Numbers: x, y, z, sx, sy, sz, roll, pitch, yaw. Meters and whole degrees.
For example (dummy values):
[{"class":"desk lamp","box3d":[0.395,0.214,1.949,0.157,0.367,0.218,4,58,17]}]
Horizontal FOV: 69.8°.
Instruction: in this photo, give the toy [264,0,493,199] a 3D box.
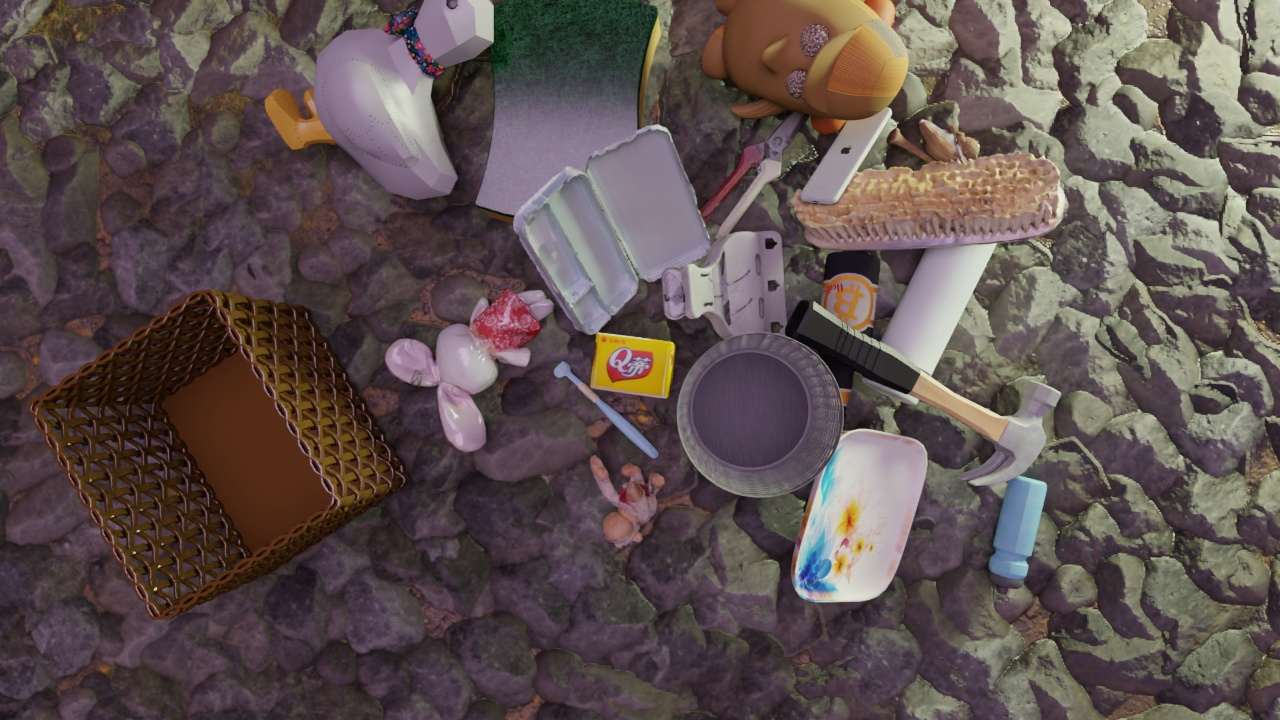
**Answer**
[{"class":"toy","box3d":[-0.263,-0.297,0.997,0.268,0.140,0.247,-15,104,19]}]

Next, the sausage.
[{"class":"sausage","box3d":[0.238,-0.329,1.022,0.039,0.044,0.164,25,91,-31]}]

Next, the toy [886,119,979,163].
[{"class":"toy","box3d":[0.330,-0.238,1.017,0.102,0.041,0.055,31,114,-4]}]

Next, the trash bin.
[{"class":"trash bin","box3d":[0.118,0.054,0.956,0.156,0.183,0.156,0,89,4]}]

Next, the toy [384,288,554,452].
[{"class":"toy","box3d":[-0.181,-0.012,1.031,0.194,0.084,0.159,-45,78,-4]}]

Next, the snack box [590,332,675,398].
[{"class":"snack box","box3d":[-0.006,0.006,1.005,0.083,0.105,0.061,7,90,4]}]

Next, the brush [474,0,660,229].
[{"class":"brush","box3d":[-0.079,-0.273,1.029,0.195,0.075,0.250,1,89,4]}]

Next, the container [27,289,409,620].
[{"class":"container","box3d":[-0.430,0.092,0.980,0.219,0.214,0.251,-33,87,3]}]

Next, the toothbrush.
[{"class":"toothbrush","box3d":[-0.038,0.058,1.052,0.155,0.016,0.022,43,60,3]}]

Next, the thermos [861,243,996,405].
[{"class":"thermos","box3d":[0.320,-0.065,1.002,0.068,0.068,0.230,26,90,4]}]

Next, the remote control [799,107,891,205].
[{"class":"remote control","box3d":[0.225,-0.225,1.003,0.045,0.008,0.146,16,63,40]}]

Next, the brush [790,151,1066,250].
[{"class":"brush","box3d":[0.296,-0.163,0.961,0.272,0.056,0.083,1,60,29]}]

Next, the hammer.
[{"class":"hammer","box3d":[0.291,0.027,0.954,0.328,0.039,0.131,27,93,-20]}]

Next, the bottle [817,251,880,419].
[{"class":"bottle","box3d":[0.225,-0.026,1.011,0.059,0.059,0.181,7,90,4]}]

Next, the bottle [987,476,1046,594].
[{"class":"bottle","box3d":[0.410,0.193,1.005,0.040,0.040,0.130,13,90,4]}]

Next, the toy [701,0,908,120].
[{"class":"toy","box3d":[0.174,-0.318,0.949,0.203,0.162,0.199,35,133,27]}]

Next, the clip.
[{"class":"clip","box3d":[0.097,-0.079,1.016,0.143,0.074,0.124,-7,91,-21]}]

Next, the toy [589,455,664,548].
[{"class":"toy","box3d":[-0.022,0.163,1.029,0.085,0.074,0.106,24,114,34]}]

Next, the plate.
[{"class":"plate","box3d":[0.231,0.164,0.972,0.016,0.186,0.187,20,96,49]}]

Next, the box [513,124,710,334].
[{"class":"box","box3d":[-0.025,-0.135,0.969,0.192,0.210,0.061,-40,54,-5]}]

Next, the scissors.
[{"class":"scissors","box3d":[0.130,-0.225,1.044,0.146,0.015,0.188,5,88,5]}]
